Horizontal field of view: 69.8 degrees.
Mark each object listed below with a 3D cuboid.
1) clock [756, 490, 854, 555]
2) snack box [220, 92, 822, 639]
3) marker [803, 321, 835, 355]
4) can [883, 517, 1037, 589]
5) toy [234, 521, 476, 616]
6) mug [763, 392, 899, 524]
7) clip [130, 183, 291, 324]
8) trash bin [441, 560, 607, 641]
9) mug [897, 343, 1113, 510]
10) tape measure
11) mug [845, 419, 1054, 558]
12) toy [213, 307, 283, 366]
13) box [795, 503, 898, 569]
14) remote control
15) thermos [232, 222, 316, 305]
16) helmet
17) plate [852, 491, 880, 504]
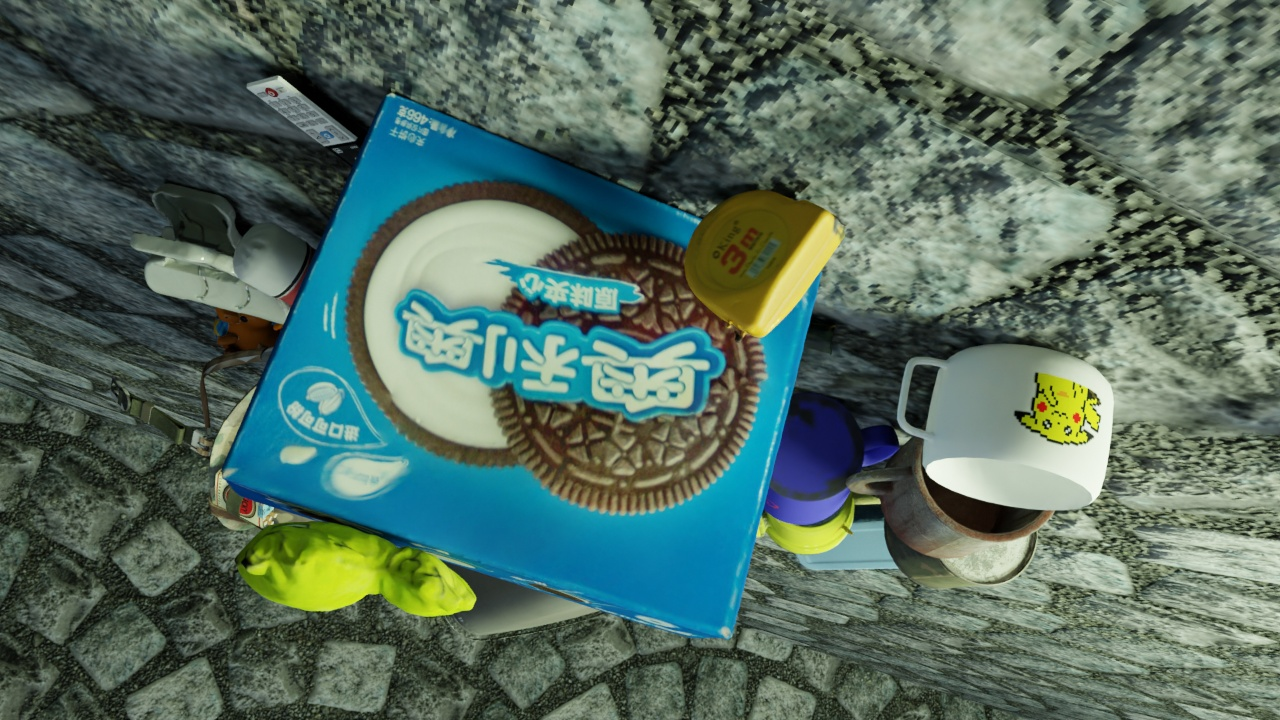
[{"bbox_3d":[0.131,0.120,0.797,0.119,0.083,0.057,9,155,14],"label":"clock"},{"bbox_3d":[-0.047,0.006,0.446,0.238,0.195,0.056,20,162,-11],"label":"snack box"},{"bbox_3d":[0.043,-0.028,0.550,0.146,0.017,0.017,13,161,12],"label":"marker"},{"bbox_3d":[0.247,0.132,0.715,0.090,0.089,0.075,19,162,-5],"label":"can"},{"bbox_3d":[-0.118,0.089,0.384,0.093,0.036,0.094,9,165,7],"label":"toy"},{"bbox_3d":[0.135,0.071,0.677,0.111,0.079,0.083,-13,159,1],"label":"mug"},{"bbox_3d":[-0.310,-0.064,0.677,0.125,0.089,0.151,12,171,6],"label":"clip"},{"bbox_3d":[-0.055,0.129,0.792,0.197,0.197,0.221,-4,166,-31],"label":"trash bin"},{"bbox_3d":[0.199,0.034,0.510,0.115,0.068,0.094,18,162,-3],"label":"mug"},{"bbox_3d":[0.050,-0.045,0.419,0.059,0.068,0.030,35,179,42],"label":"tape measure"},{"bbox_3d":[0.195,0.081,0.602,0.123,0.096,0.110,1,157,3],"label":"mug"},{"bbox_3d":[-0.337,-0.035,0.841,0.102,0.070,0.090,2,159,-33],"label":"toy"},{"bbox_3d":[0.236,0.148,0.830,0.210,0.052,0.067,-10,121,31],"label":"box"},{"bbox_3d":[-0.147,-0.111,0.486,0.028,0.011,0.124,3,157,37],"label":"remote control"},{"bbox_3d":[-0.182,-0.025,0.670,0.073,0.073,0.239,-1,154,43],"label":"thermos"},{"bbox_3d":[-0.278,0.057,0.769,0.236,0.192,0.225,46,117,-2],"label":"helmet"},{"bbox_3d":[0.165,0.156,0.942,0.184,0.036,0.184,15,162,5],"label":"plate"}]
